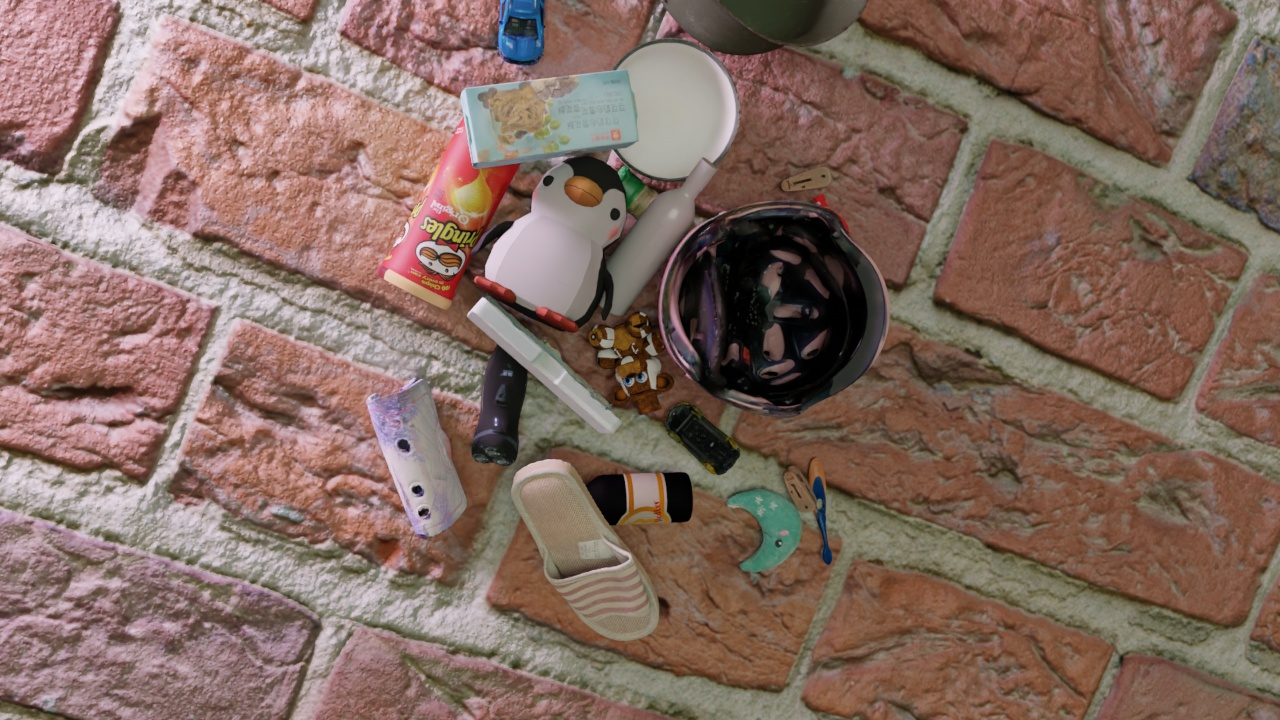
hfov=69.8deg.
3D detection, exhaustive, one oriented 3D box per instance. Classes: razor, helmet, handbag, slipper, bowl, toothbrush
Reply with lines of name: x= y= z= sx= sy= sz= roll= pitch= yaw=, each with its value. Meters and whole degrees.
razor: x=-0.157 y=0.049 z=1.035 sx=0.053 sy=0.064 sz=0.140 roll=8 pitch=91 yaw=-12
helmet: x=0.138 y=-0.056 z=1.025 sx=0.255 sy=0.152 sz=0.230 roll=1 pitch=93 yaw=-11
helmet: x=0.098 y=-0.432 z=0.975 sx=0.226 sy=0.154 sz=0.268 roll=-38 pitch=100 yaw=-22
handbag: x=-0.241 y=0.103 z=0.996 sx=0.069 sy=0.126 sz=0.158 roll=-18 pitch=97 yaw=-9
slipper: x=-0.060 y=0.226 z=1.040 sx=0.115 sy=0.052 sz=0.263 roll=-21 pitch=114 yaw=17
bowl: x=0.028 y=-0.274 z=1.026 sx=0.153 sy=0.073 sz=0.153 roll=-1 pitch=97 yaw=-9
toothbrush: x=0.223 y=0.186 z=1.135 sx=0.021 sy=0.017 sz=0.135 roll=-9 pitch=95 yaw=-12

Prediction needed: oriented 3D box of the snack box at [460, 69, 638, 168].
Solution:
snack box: x=-0.092 y=-0.247 z=0.941 sx=0.174 sy=0.053 sz=0.075 roll=-10 pitch=98 yaw=-12

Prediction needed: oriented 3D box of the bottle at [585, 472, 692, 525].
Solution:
bottle: x=-0.033 y=0.162 z=1.069 sx=0.181 sy=0.059 sz=0.059 roll=-1 pitch=96 yaw=-9

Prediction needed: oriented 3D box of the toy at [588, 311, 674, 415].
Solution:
toy: x=-0.006 y=0.006 z=1.055 sx=0.087 sy=0.067 sz=0.112 roll=-17 pitch=86 yaw=18

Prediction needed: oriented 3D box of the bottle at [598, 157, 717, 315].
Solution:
bottle: x=0.017 y=-0.139 z=1.012 sx=0.052 sy=0.052 sz=0.196 roll=34 pitch=113 yaw=-11

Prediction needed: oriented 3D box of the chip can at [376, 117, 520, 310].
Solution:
chip can: x=-0.199 y=-0.167 z=0.995 sx=0.087 sy=0.087 sz=0.213 roll=28 pitch=90 yaw=-11

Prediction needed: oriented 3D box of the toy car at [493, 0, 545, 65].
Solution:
toy car: x=-0.131 y=-0.386 z=1.004 sx=0.056 sy=0.043 sz=0.120 roll=2 pitch=96 yaw=-9

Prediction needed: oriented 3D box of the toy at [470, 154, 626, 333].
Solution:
toy: x=-0.083 y=-0.131 z=0.998 sx=0.159 sy=0.140 sz=0.184 roll=26 pitch=85 yaw=-2

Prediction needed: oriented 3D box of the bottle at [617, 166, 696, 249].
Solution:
bottle: x=0.012 y=-0.173 z=1.049 sx=0.111 sy=0.043 sz=0.043 roll=37 pitch=89 yaw=-11

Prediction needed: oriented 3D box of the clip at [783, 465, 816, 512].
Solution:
clip: x=0.193 y=0.158 z=1.116 sx=0.026 sy=0.049 sz=0.061 roll=-20 pitch=66 yaw=28

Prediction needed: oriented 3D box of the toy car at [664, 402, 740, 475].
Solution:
toy car: x=0.073 y=0.093 z=1.093 sx=0.107 sy=0.030 sz=0.049 roll=43 pitch=89 yaw=-13

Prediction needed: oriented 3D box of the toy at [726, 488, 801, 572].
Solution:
toy: x=0.154 y=0.206 z=1.118 sx=0.085 sy=0.033 sz=0.105 roll=-11 pitch=99 yaw=3

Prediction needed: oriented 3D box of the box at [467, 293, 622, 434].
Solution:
box: x=-0.105 y=0.004 z=1.002 sx=0.197 sy=0.136 sz=0.044 roll=43 pitch=90 yaw=-11

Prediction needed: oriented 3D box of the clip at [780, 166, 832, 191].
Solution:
clip: x=0.193 y=-0.211 z=1.077 sx=0.049 sy=0.061 sz=0.026 roll=-14 pitch=99 yaw=-35

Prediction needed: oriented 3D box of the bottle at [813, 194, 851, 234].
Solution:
bottle: x=0.235 y=-0.129 z=1.089 sx=0.042 sy=0.042 sz=0.141 roll=-23 pitch=99 yaw=-6
